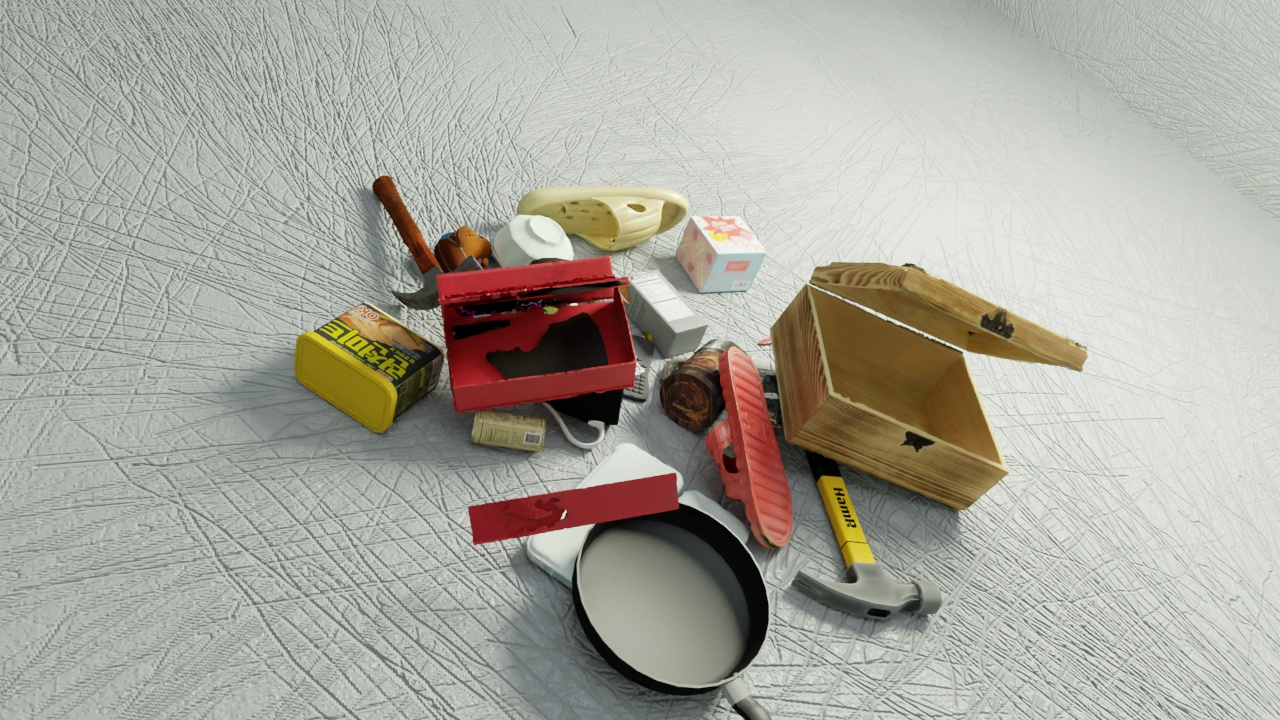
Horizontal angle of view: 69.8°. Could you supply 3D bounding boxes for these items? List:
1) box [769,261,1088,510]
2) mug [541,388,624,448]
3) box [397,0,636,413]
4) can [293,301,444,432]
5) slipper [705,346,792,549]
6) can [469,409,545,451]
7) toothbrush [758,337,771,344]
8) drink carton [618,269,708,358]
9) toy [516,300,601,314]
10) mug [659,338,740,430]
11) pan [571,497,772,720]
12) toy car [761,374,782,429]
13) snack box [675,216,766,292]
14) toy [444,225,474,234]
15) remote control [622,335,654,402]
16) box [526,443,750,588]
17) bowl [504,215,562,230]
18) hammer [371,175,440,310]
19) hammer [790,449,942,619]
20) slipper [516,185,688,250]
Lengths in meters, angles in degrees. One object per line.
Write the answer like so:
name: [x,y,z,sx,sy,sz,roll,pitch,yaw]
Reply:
box: [0.355,-0.020,1.174,0.279,0.265,0.269,21,36,-16]
mug: [-0.072,0.044,1.091,0.100,0.085,0.118,9,70,0]
box: [-0.141,-0.180,1.063,0.214,0.138,0.467,-7,77,-9]
can: [-0.302,0.004,1.030,0.131,0.073,0.100,31,38,11]
slipper: [0.119,0.103,1.084,0.103,0.059,0.248,24,49,-50]
can: [-0.150,0.079,1.037,0.079,0.038,0.038,10,41,-14]
toothbrush: [0.246,-0.043,1.374,0.184,0.016,0.015,-13,44,-32]
drink carton: [0.028,-0.067,1.274,0.076,0.049,0.125,-16,52,-37]
toy: [-0.113,-0.068,1.188,0.179,0.078,0.152,16,43,-11]
mug: [0.069,0.025,1.178,0.116,0.080,0.107,10,31,29]
pan: [0.068,0.287,0.874,0.203,0.044,0.355,-13,57,-36]
toy car: [0.166,0.063,1.191,0.047,0.047,0.111,28,35,6]
snack box: [0.122,-0.164,1.402,0.092,0.080,0.094,-5,46,-29]
toy: [-0.230,-0.133,1.248,0.090,0.071,0.103,-18,75,-53]
remote control: [-0.007,0.007,1.206,0.046,0.009,0.124,16,40,-7]
box: [0.003,0.190,0.985,0.190,0.038,0.208,32,42,16]
bowl: [-0.142,-0.161,1.276,0.117,0.061,0.117,23,38,-20]
hammer: [-0.307,-0.168,1.224,0.111,0.028,0.300,-36,48,-1]
hammer: [0.235,0.169,1.117,0.169,0.034,0.323,7,40,-16]
slipper: [-0.053,-0.202,1.364,0.261,0.112,0.079,0,65,-18]
